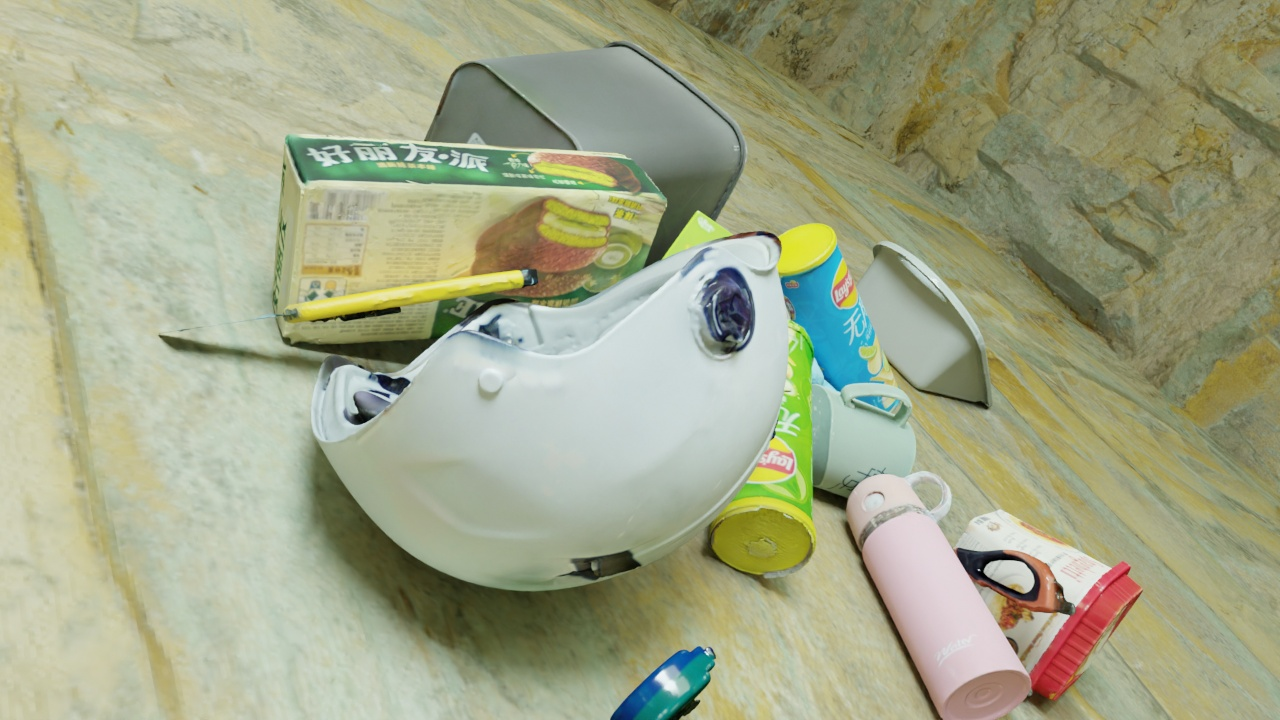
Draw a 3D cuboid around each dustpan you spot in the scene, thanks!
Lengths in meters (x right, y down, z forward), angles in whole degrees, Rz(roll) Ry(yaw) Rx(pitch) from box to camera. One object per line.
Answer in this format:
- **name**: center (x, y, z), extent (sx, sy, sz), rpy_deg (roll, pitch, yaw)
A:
- **dustpan**: center (0.396, -0.060, 1.245), extent (0.257, 0.143, 0.222), rpy_deg (3, 40, -47)

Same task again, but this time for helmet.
- **helmet**: center (-0.026, 0.032, 0.482), extent (0.257, 0.230, 0.146), rpy_deg (-24, 101, -39)

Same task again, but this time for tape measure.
- **tape measure**: center (0.011, 0.168, 0.451), extent (0.025, 0.058, 0.054), rpy_deg (44, 24, 19)

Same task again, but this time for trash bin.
- **trash bin**: center (-0.062, -0.163, 0.805), extent (0.198, 0.199, 0.219), rpy_deg (43, 32, 18)

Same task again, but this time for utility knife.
- **utility knife**: center (-0.161, -0.032, 0.534), extent (0.217, 0.015, 0.033), rpy_deg (-11, 5, -22)

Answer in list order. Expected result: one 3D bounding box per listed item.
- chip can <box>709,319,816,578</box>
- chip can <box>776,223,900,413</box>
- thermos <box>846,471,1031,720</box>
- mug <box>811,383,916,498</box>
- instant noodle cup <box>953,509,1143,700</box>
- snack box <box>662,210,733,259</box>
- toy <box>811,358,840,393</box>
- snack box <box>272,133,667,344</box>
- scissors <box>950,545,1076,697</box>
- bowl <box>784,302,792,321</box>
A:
- **chip can**: center (0.095, 0.054, 0.691), extent (0.072, 0.073, 0.220), rpy_deg (29, 38, -13)
- **chip can**: center (0.191, -0.031, 0.901), extent (0.210, 0.071, 0.071), rpy_deg (58, 11, -33)
- **thermos**: center (0.223, 0.166, 0.692), extent (0.067, 0.087, 0.198), rpy_deg (50, 15, -34)
- **mug**: center (0.175, 0.061, 0.782), extent (0.106, 0.112, 0.082), rpy_deg (22, 33, -23)
- **instant noodle cup**: center (0.317, 0.191, 0.749), extent (0.124, 0.117, 0.116), rpy_deg (37, 22, 34)
- **snack box**: center (0.039, -0.043, 0.775), extent (0.086, 0.156, 0.026), rpy_deg (36, -18, 0)
- **toy**: center (0.150, 0.013, 0.889), extent (0.156, 0.049, 0.161), rpy_deg (48, -9, -26)
- **snack box**: center (-0.109, -0.076, 0.598), extent (0.239, 0.115, 0.063), rpy_deg (-5, 43, -31)
- **scissors**: center (0.253, 0.163, 0.728), extent (0.015, 0.214, 0.197), rpy_deg (19, 65, -27)
- **bowl**: center (0.073, -0.021, 0.828), extent (0.116, 0.116, 0.066), rpy_deg (34, -17, -4)
